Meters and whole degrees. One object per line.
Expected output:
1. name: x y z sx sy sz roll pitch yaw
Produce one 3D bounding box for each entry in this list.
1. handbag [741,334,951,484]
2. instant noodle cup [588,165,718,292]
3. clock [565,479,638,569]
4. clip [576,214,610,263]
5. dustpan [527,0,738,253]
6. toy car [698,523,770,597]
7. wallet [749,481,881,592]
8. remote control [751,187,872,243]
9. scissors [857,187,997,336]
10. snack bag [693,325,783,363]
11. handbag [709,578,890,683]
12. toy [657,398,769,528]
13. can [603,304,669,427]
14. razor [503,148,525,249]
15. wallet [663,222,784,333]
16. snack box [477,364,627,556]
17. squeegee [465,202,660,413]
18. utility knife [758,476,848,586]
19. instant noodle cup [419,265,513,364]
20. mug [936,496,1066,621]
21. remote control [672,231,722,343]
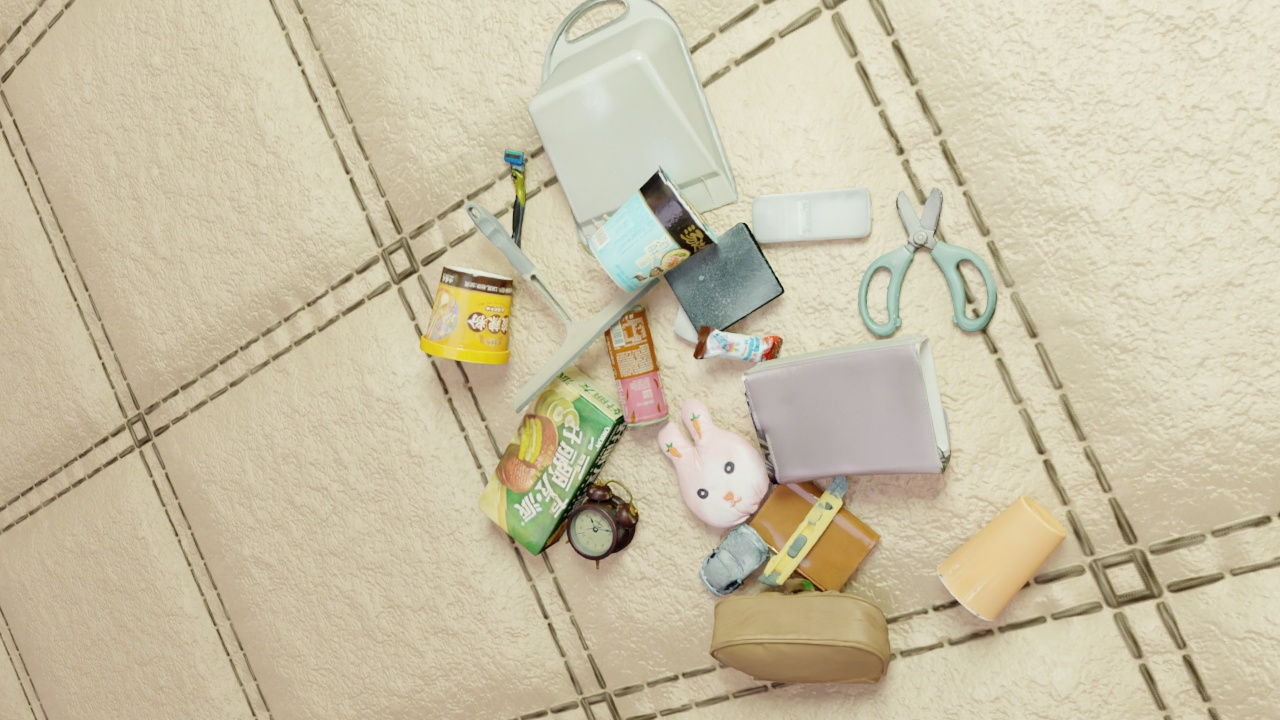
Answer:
1. handbag: 0.229 0.058 1.013 0.197 0.098 0.145 -10 94 27
2. instant noodle cup: 0.010 -0.141 1.049 0.120 0.111 0.111 -38 81 11
3. clock: -0.048 0.210 1.208 0.082 0.055 0.122 36 112 17
4. clip: -0.024 -0.140 1.128 0.104 0.034 0.089 27 126 10
5. dustpan: -0.018 -0.302 1.121 0.223 0.142 0.258 -16 121 29
6. toy car: 0.113 0.248 1.128 0.054 0.036 0.121 51 137 17
7. wallet: 0.203 0.208 1.093 0.132 0.031 0.108 37 112 18
8. remote control: 0.192 -0.163 1.034 0.136 0.020 0.056 0 100 27
9. scissors: 0.319 -0.095 0.984 0.177 0.019 0.175 23 108 22
10. snack bag: 0.114 -0.016 1.077 0.105 0.026 0.045 7 121 -13
11. handbag: 0.189 0.320 1.073 0.205 0.099 0.148 -7 140 27
12. toy: 0.085 0.127 1.129 0.159 0.054 0.121 49 116 20
13. can: -0.007 0.007 1.146 0.058 0.057 0.147 -11 95 28
14. razor: -0.161 -0.204 1.206 0.043 0.022 0.143 22 115 50
15. wallet: 0.097 -0.091 1.075 0.121 0.019 0.097 -32 84 26
16. snack box: -0.116 0.133 1.223 0.114 0.063 0.241 37 113 15
17. squeegee: -0.138 -0.105 1.153 0.247 0.039 0.246 -43 79 13
18. utility knife: 0.194 0.201 1.075 0.031 0.019 0.175 35 106 11
19. instant noodle cup: -0.224 -0.062 1.218 0.118 0.118 0.114 15 97 24
20. mug: 0.388 0.207 0.977 0.078 0.078 0.123 43 110 14
21. remote control: 0.082 -0.086 1.105 0.056 0.019 0.135 22 109 21
